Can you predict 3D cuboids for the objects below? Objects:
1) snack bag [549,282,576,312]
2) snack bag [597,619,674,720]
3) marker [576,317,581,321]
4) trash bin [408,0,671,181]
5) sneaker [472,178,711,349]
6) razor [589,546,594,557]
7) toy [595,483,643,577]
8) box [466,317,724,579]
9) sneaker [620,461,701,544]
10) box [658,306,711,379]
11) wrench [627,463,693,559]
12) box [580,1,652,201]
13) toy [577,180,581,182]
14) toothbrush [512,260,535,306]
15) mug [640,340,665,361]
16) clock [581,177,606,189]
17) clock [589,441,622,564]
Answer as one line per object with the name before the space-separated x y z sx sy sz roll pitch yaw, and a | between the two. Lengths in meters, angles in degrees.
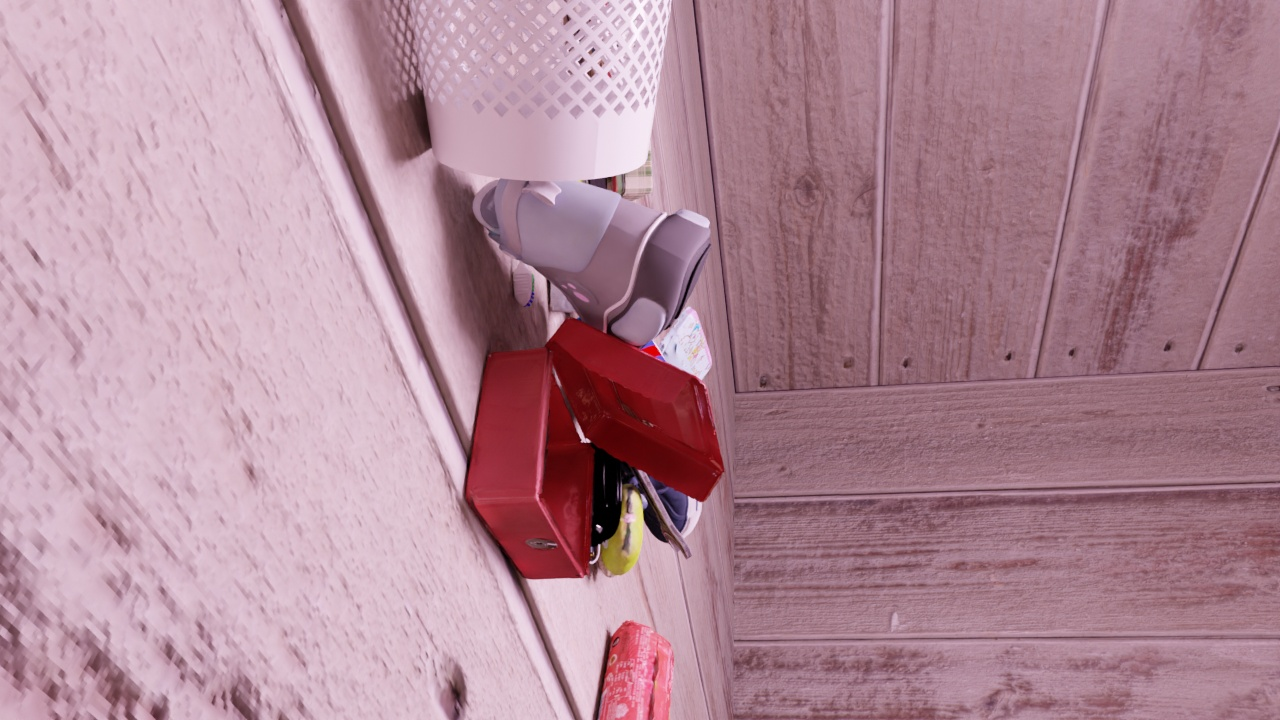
snack bag | -0.050 -0.089 0.931 0.225 0.041 0.077 -28 117 -82
snack bag | -0.003 0.349 0.954 0.176 0.082 0.082 -80 164 -58
marker | -0.050 0.010 0.975 0.013 0.013 0.142 -84 167 -45
trash bin | -0.057 -0.219 0.527 0.195 0.195 0.200 -75 169 -63
sneaker | -0.051 -0.072 0.690 0.093 0.160 0.257 -65 -172 -12
razor | -0.047 0.133 0.939 0.043 0.022 0.144 -47 -153 47
toy | -0.023 0.181 0.952 0.118 0.043 0.092 116 -21 -61
box | -0.051 0.076 0.673 0.165 0.152 0.157 -49 150 -19
sneaker | 0.004 0.146 1.096 0.127 0.121 0.295 -36 144 -26
box | 0.031 -0.017 1.136 0.089 0.093 0.214 45 -5 19
wrench | -0.009 0.098 0.906 0.070 0.010 0.273 31 -29 58
box | -0.027 -0.277 0.997 0.118 0.050 0.205 -154 -120 -76
toy | -0.074 -0.169 0.819 0.094 0.036 0.093 20 60 -82
toothbrush | -0.095 -0.134 0.736 0.016 0.015 0.186 42 45 -76
mug | -0.006 0.005 0.929 0.076 0.075 0.111 58 29 9
clock | -0.059 -0.203 0.923 0.095 0.035 0.122 74 15 -54
clock | -0.046 0.130 0.864 0.091 0.042 0.120 20 68 -80
